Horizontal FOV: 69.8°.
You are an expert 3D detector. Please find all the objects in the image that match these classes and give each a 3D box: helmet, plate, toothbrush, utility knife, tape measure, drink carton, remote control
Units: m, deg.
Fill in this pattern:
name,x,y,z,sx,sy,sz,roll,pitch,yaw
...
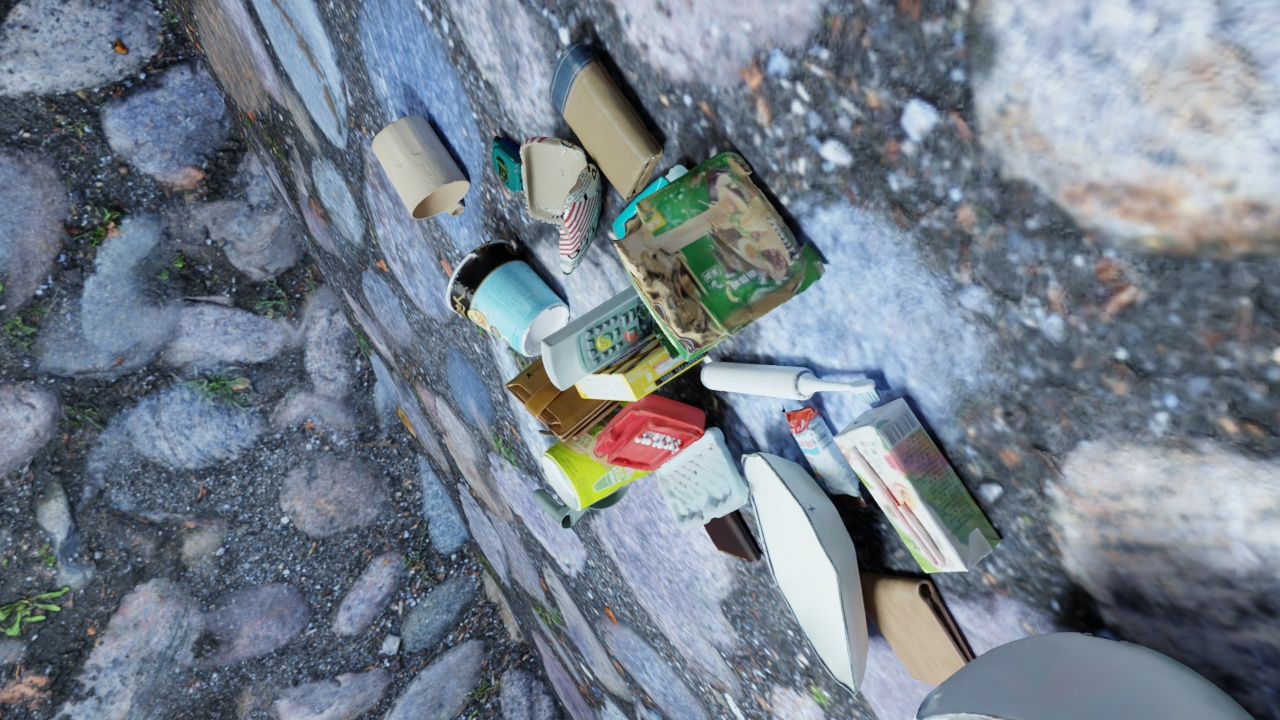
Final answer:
name,x,y,z,sx,sy,sz,roll,pitch,yaw
helmet,0.286,0.260,0.544,0.229,0.145,0.259,35,157,47
plate,0.157,0.187,0.830,0.162,0.034,0.266,53,165,51
toothbrush,0.115,0.017,0.742,0.026,0.026,0.221,53,160,-18
utility knife,0.008,-0.131,0.789,0.029,0.013,0.185,56,160,-4
tape measure,-0.139,-0.208,0.985,0.058,0.025,0.055,45,154,31
drink carton,0.193,0.091,0.649,0.122,0.045,0.054,57,157,1
remote control,-0.030,-0.026,0.847,0.019,0.134,0.056,37,149,40

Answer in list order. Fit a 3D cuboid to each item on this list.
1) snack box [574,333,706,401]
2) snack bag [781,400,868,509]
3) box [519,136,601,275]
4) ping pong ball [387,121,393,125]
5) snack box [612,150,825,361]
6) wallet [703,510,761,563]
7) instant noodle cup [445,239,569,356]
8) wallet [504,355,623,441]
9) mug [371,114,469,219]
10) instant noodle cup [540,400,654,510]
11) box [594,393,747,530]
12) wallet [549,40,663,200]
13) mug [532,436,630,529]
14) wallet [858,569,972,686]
name,x,y,z,sx,sy,sz,roll,pitch,yaw
snack box,-0.005,0.005,0.901,0.034,0.086,0.141,62,158,-9
snack bag,0.150,0.077,0.749,0.105,0.026,0.045,58,155,-7
box,-0.079,-0.145,0.853,0.086,0.075,0.162,29,166,6
ping pong ball,-0.324,-0.302,1.233,0.040,0.040,0.040,46,156,28
snack box,0.050,-0.065,0.682,0.118,0.117,0.106,56,171,11
wallet,0.081,0.168,1.028,0.122,0.020,0.096,61,162,-9
instant noodle cup,-0.153,-0.069,1.106,0.120,0.111,0.111,39,153,23
wallet,-0.090,0.037,1.084,0.131,0.119,0.035,36,156,42
mug,-0.275,-0.243,1.174,0.103,0.084,0.124,58,-175,4
instant noodle cup,-0.047,0.114,1.085,0.111,0.123,0.112,46,155,28
box,0.032,0.102,0.943,0.157,0.069,0.202,41,158,0
wallet,-0.030,-0.197,0.760,0.115,0.033,0.090,55,161,4
mug,-0.085,0.158,1.231,0.083,0.123,0.103,50,168,-31
wallet,0.236,0.232,0.783,0.115,0.020,0.101,58,159,-5
